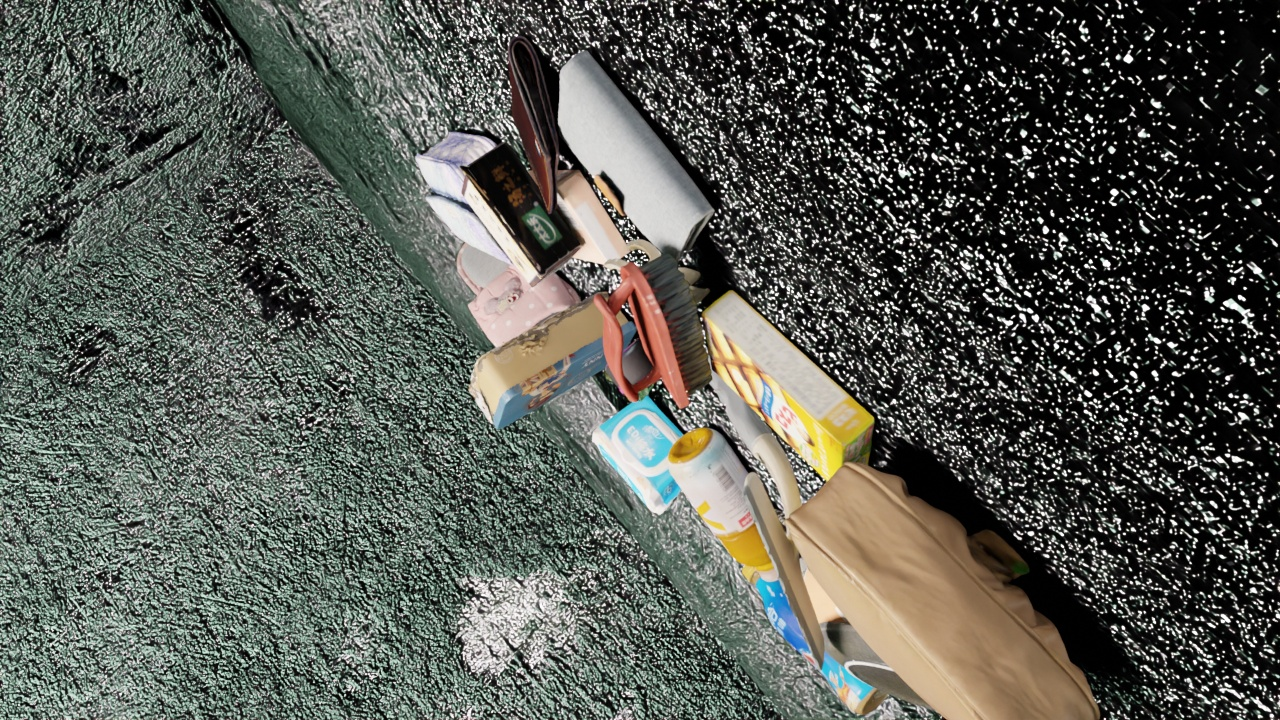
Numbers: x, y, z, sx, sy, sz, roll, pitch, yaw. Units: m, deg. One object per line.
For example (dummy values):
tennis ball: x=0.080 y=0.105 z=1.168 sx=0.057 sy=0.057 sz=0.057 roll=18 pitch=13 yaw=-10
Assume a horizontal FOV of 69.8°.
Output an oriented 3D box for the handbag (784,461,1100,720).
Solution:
handbag: x=0.187 y=0.154 z=0.580 sx=0.204 sy=0.099 sz=0.148 roll=48 pitch=176 yaw=15

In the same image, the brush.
brush: x=0.006 y=-0.019 z=0.657 sx=0.063 sy=0.069 sz=0.146 roll=59 pitch=174 yaw=29

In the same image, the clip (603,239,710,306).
clip: x=0.019 y=-0.055 z=0.729 sx=0.103 sy=0.035 sz=0.092 roll=33 pitch=156 yaw=35

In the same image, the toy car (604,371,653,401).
toy car: x=-0.020 y=0.013 z=1.071 sx=0.091 sy=0.036 sz=0.043 roll=37 pitch=163 yaw=47

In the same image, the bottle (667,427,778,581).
bottle: x=0.100 y=0.158 z=0.980 sx=0.189 sy=0.068 sz=0.068 roll=55 pitch=168 yaw=-20

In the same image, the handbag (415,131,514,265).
handbag: x=-0.177 y=-0.175 z=1.000 sx=0.134 sy=0.075 sz=0.194 roll=57 pitch=168 yaw=-26

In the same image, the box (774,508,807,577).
box: x=0.166 y=0.218 z=0.949 sx=0.071 sy=0.057 sz=0.164 roll=11 pitch=141 yaw=46

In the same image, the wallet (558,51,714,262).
wallet: x=-0.010 y=-0.126 z=0.609 sx=0.129 sy=0.037 sz=0.107 roll=51 pitch=168 yaw=3

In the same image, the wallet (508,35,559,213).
wallet: x=-0.080 y=-0.175 z=0.701 sx=0.122 sy=0.020 sz=0.096 roll=124 pitch=131 yaw=-79

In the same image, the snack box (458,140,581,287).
snack box: x=-0.109 y=-0.125 z=0.811 sx=0.113 sy=0.053 sz=0.126 roll=54 pitch=167 yaw=-7

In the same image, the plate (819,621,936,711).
plate: x=0.219 y=0.251 z=0.722 sx=0.179 sy=0.024 sz=0.180 roll=21 pitch=158 yaw=9

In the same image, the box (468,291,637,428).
box: x=-0.086 y=-0.005 z=0.951 sx=0.059 sy=0.184 sz=0.090 roll=55 pitch=155 yaw=13

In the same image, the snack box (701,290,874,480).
snack box: x=0.102 y=0.021 z=0.646 sx=0.140 sy=0.033 sz=0.087 roll=44 pitch=167 yaw=26

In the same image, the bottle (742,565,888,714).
bottle: x=0.202 y=0.313 z=1.081 sx=0.218 sy=0.065 sz=0.065 roll=43 pitch=166 yaw=38

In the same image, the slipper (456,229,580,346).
slipper: x=-0.156 y=-0.086 z=1.111 sx=0.274 sy=0.114 sz=0.054 roll=50 pitch=-177 yaw=41

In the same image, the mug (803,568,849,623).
mug: x=0.184 y=0.180 z=0.722 sx=0.078 sy=0.078 sz=0.123 roll=50 pitch=164 yaw=7

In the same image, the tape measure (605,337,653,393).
tape measure: x=-0.006 y=0.006 z=0.943 sx=0.039 sy=0.057 sz=0.057 roll=50 pitch=-168 yaw=-1

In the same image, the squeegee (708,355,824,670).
squeegee: x=0.092 y=0.074 z=0.711 sx=0.246 sy=0.039 sz=0.247 roll=-107 pitch=-7 yaw=-47

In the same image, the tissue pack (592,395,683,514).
tissue pack: x=0.013 y=0.112 z=1.118 sx=0.140 sy=0.090 sz=0.063 roll=46 pitch=168 yaw=26

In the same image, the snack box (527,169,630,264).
snack box: x=-0.069 y=-0.132 z=0.836 sx=0.084 sy=0.026 sz=0.157 roll=57 pitch=167 yaw=-22
